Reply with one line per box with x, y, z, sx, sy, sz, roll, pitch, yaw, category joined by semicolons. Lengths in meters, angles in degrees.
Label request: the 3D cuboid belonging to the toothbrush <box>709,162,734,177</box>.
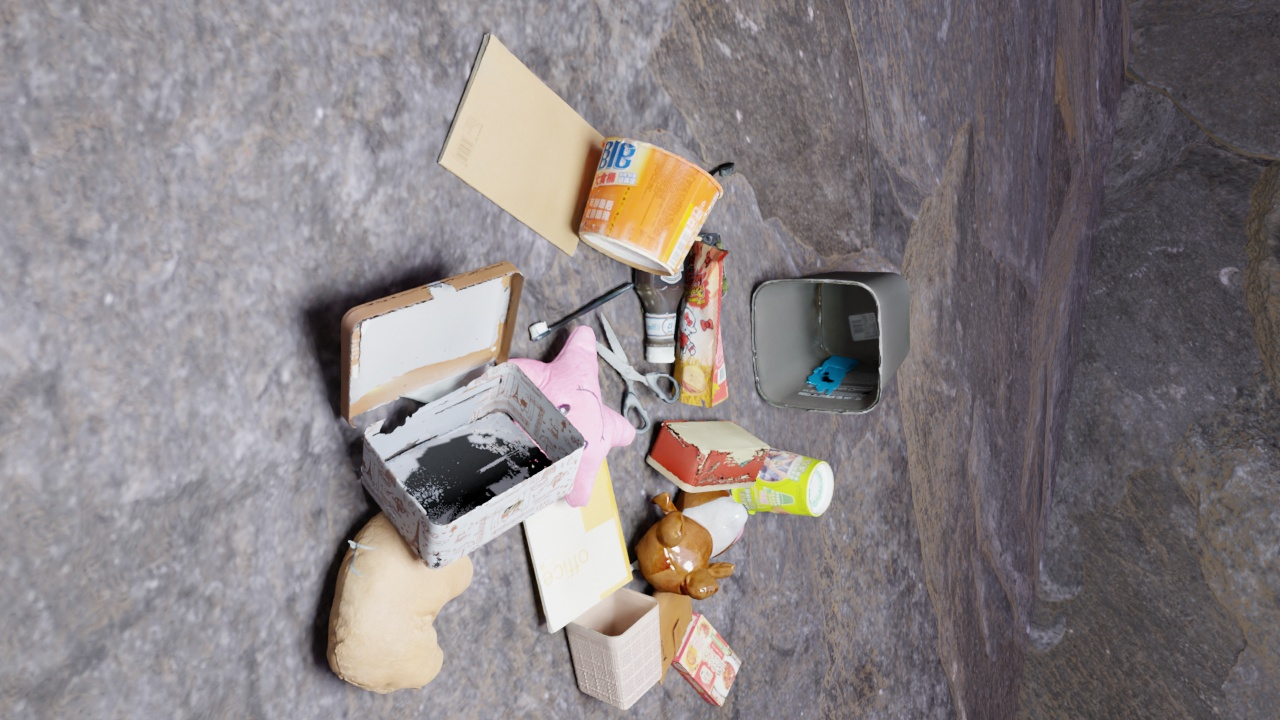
0.074;-0.234;1.228;0.188;0.014;0.017;-35;133;-43;toothbrush

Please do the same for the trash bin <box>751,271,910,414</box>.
0.305;-0.042;1.404;0.219;0.199;0.199;-23;113;-54;trash bin

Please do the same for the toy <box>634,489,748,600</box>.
0.078;0.221;1.200;0.140;0.131;0.199;65;26;-3;toy

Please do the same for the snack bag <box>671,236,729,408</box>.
0.081;-0.050;1.184;0.073;0.128;0.208;-2;105;-11;snack bag

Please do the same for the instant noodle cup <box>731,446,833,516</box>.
0.215;0.182;1.360;0.111;0.124;0.112;-9;101;-50;instant noodle cup

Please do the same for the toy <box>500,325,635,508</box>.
-0.089;0.075;1.012;0.178;0.075;0.195;-32;110;-33;toy

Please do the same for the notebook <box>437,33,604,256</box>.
-0.117;-0.226;0.994;0.211;0.012;0.149;32;71;-48;notebook

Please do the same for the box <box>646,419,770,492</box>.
0.098;0.119;1.221;0.168;0.091;0.077;4;114;-51;box

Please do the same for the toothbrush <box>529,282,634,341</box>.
-0.065;-0.062;1.074;0.180;0.016;0.018;-31;109;-44;toothbrush

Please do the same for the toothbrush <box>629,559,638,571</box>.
0.011;0.262;1.203;0.189;0.020;0.029;-5;55;-51;toothbrush

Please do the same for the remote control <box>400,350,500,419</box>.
-0.202;0.015;0.908;0.150;0.021;0.058;24;82;-49;remote control

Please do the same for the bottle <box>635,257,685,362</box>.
0.026;-0.095;1.161;0.079;0.044;0.195;-9;102;-52;bottle

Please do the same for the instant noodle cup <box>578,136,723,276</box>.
0.005;-0.169;1.042;0.151;0.151;0.111;26;85;-49;instant noodle cup

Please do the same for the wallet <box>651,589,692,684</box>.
0.035;0.342;1.209;0.131;0.031;0.108;-47;134;-55;wallet

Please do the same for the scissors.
-0.014;0.020;1.134;0.163;0.014;0.165;2;105;-34;scissors

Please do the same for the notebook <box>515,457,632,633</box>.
-0.078;0.193;1.075;0.145;0.010;0.206;-22;104;-47;notebook

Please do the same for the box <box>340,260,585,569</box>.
-0.150;0.051;0.829;0.180;0.158;0.206;-24;144;-37;box

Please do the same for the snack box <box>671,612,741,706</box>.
0.093;0.430;1.317;0.075;0.025;0.153;-59;135;-28;snack box

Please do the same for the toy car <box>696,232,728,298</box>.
0.096;-0.127;1.243;0.035;0.042;0.090;-26;110;-71;toy car

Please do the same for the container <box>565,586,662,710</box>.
-0.029;0.347;1.111;0.089;0.090;0.111;-28;118;-46;container

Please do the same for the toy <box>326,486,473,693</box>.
-0.219;0.199;0.872;0.143;0.083;0.225;41;60;-50;toy
